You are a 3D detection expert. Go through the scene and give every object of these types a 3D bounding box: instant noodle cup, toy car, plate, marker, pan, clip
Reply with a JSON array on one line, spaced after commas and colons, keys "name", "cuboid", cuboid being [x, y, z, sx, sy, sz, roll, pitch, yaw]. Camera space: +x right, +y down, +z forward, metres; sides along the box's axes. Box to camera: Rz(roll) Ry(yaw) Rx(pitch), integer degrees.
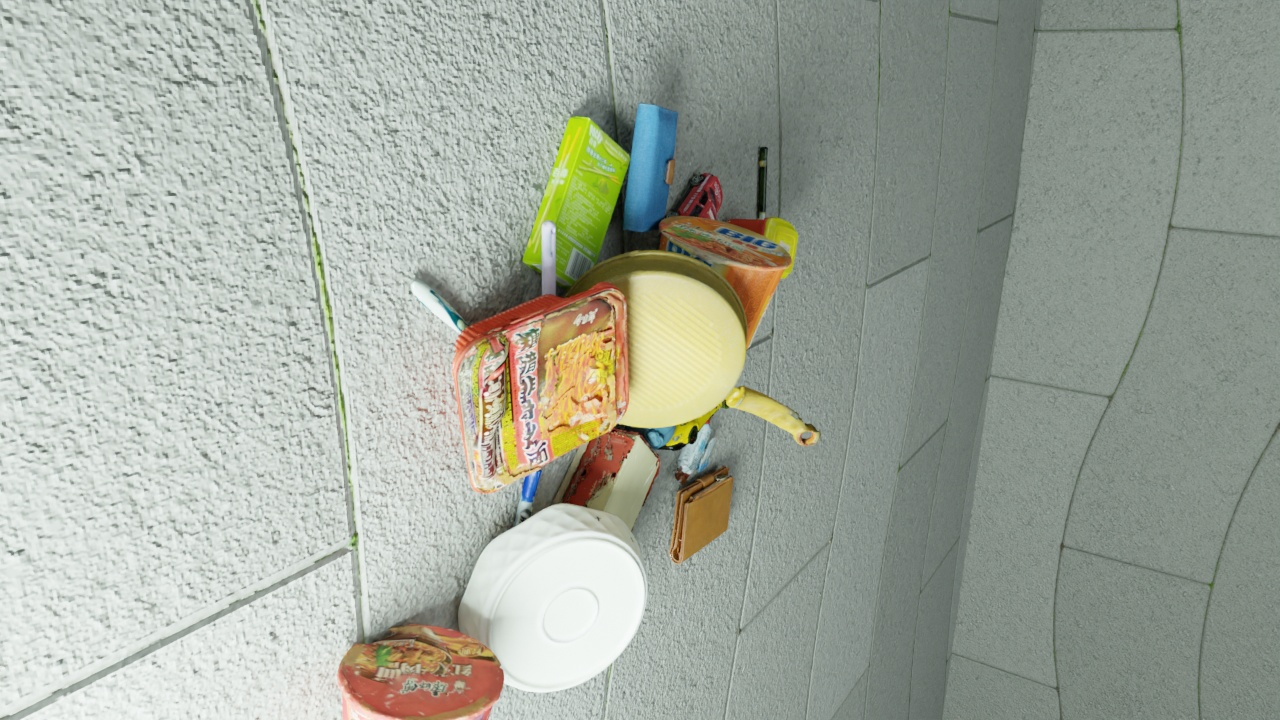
[{"name": "instant noodle cup", "cuboid": [-0.096, 0.015, 0.841, 0.188, 0.079, 0.165, -25, 131, -33]}, {"name": "instant noodle cup", "cuboid": [0.080, -0.082, 1.016, 0.151, 0.151, 0.112, -23, 134, -53]}, {"name": "toy car", "cuboid": [0.059, 0.059, 1.143, 0.155, 0.071, 0.041, -44, 136, -41]}, {"name": "instant noodle cup", "cuboid": [-0.191, 0.311, 0.784, 0.137, 0.138, 0.109, -12, 117, -56]}, {"name": "plate", "cuboid": [-0.079, 0.247, 0.927, 0.204, 0.045, 0.205, -9, 112, -25]}, {"name": "toy car", "cuboid": [0.068, -0.174, 1.104, 0.120, 0.045, 0.053, -61, 146, -29]}, {"name": "marker", "cuboid": [-0.126, 0.182, 0.945, 0.017, 0.017, 0.145, 14, 88, -58]}, {"name": "pan", "cuboid": [0.071, 0.016, 0.976, 0.357, 0.198, 0.078, 36, 28, -22]}, {"name": "clip", "cuboid": [0.086, 0.126, 1.266, 0.024, 0.028, 0.057, -27, 132, -49]}]

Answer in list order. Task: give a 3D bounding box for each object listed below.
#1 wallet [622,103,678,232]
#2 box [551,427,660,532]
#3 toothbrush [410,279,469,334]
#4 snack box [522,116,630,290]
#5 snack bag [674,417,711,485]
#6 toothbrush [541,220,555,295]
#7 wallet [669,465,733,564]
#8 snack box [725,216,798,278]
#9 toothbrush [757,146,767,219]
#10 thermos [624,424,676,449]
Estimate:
[{"name": "wallet", "cuboid": [0.012, -0.205, 0.985, 0.106, 0.040, 0.133, -36, 136, -72]}, {"name": "box", "cuboid": [-0.039, 0.161, 1.016, 0.168, 0.079, 0.091, -65, 147, -20]}, {"name": "toothbrush", "cuboid": [-0.149, -0.021, 0.836, 0.191, 0.018, 0.016, 50, 59, -53]}, {"name": "snack box", "cuboid": [-0.062, -0.154, 0.920, 0.085, 0.026, 0.156, 29, 76, -57]}, {"name": "snack bag", "cuboid": [0.071, 0.115, 1.225, 0.105, 0.026, 0.045, -68, 156, -14]}, {"name": "toothbrush", "cuboid": [-0.091, -0.046, 0.888, 0.029, 0.021, 0.189, -29, 134, -45]}, {"name": "wallet", "cuboid": [0.087, 0.213, 1.280, 0.131, 0.031, 0.108, -20, 120, -55]}, {"name": "snack box", "cuboid": [0.154, -0.149, 1.214, 0.091, 0.080, 0.082, 3, 97, -58]}, {"name": "toothbrush", "cuboid": [0.172, -0.204, 1.283, 0.012, 0.017, 0.186, -25, 121, -49]}, {"name": "thermos", "cuboid": [-0.006, 0.006, 1.027, 0.070, 0.070, 0.221, -50, 139, -37]}]
